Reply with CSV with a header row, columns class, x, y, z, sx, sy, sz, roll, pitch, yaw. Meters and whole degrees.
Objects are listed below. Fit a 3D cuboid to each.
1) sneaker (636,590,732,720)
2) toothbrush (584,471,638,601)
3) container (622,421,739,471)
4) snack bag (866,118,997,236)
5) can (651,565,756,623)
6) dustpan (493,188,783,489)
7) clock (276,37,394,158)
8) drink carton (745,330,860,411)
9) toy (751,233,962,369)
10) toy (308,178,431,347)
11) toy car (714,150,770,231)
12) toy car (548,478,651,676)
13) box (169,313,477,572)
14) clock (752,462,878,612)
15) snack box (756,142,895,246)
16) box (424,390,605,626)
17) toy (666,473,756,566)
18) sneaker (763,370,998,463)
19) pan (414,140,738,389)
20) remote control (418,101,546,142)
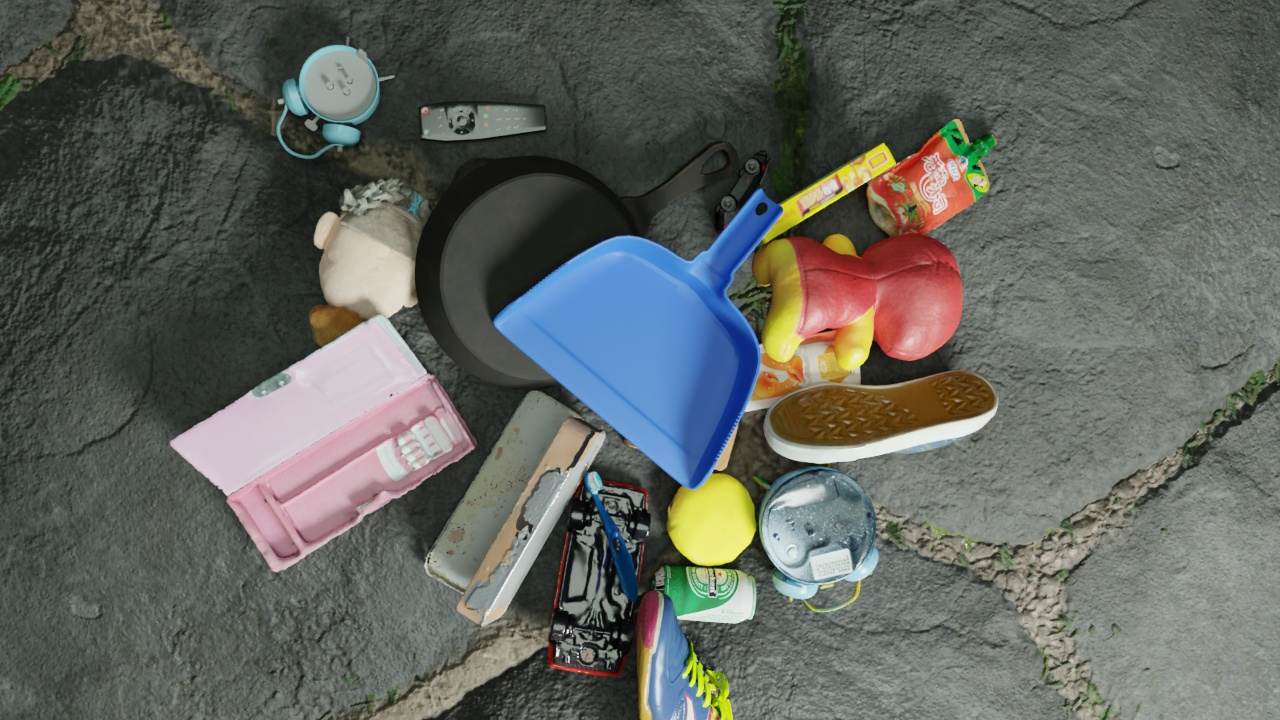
class,x,y,z,sx,sy,sz,roll,pitch,yaw
sneaker,0.044,0.321,0.888,0.091,0.116,0.242,-3,118,3
toothbrush,-0.027,0.170,0.892,0.021,0.016,0.132,-14,79,-37
container,0.044,0.072,0.917,0.114,0.061,0.063,16,90,-5
snack bag,0.308,-0.188,0.950,0.155,0.044,0.087,-35,105,-10
can,0.063,0.236,0.927,0.101,0.053,0.053,5,91,-5
dustpan,0.040,-0.054,0.856,0.245,0.059,0.257,40,79,-5
clock,-0.302,-0.250,0.889,0.087,0.042,0.123,39,86,-5
drink carton,0.159,0.009,0.943,0.122,0.039,0.069,-11,94,1
toy,0.221,-0.065,0.901,0.216,0.099,0.147,-1,75,-12
toy,-0.257,-0.086,0.883,0.132,0.076,0.176,33,87,-20
toy car,0.106,-0.168,0.926,0.036,0.042,0.091,33,89,-3
toy car,-0.041,0.215,0.918,0.081,0.056,0.189,10,80,-6
box,-0.300,0.077,0.891,0.233,0.059,0.179,-31,110,-4
clock,0.179,0.180,0.933,0.118,0.060,0.162,-13,93,-4
snack box,0.173,-0.163,0.916,0.152,0.075,0.025,-31,95,-3
box,-0.118,0.145,0.891,0.094,0.107,0.216,31,89,-17
toy,0.073,0.161,0.932,0.094,0.041,0.095,19,85,-10
sneaker,0.240,0.070,0.926,0.235,0.079,0.087,-8,51,-5
pan,-0.045,-0.115,0.890,0.355,0.043,0.249,-34,109,-11
remote control,-0.157,-0.240,0.918,0.124,0.010,0.039,-4,92,-5
